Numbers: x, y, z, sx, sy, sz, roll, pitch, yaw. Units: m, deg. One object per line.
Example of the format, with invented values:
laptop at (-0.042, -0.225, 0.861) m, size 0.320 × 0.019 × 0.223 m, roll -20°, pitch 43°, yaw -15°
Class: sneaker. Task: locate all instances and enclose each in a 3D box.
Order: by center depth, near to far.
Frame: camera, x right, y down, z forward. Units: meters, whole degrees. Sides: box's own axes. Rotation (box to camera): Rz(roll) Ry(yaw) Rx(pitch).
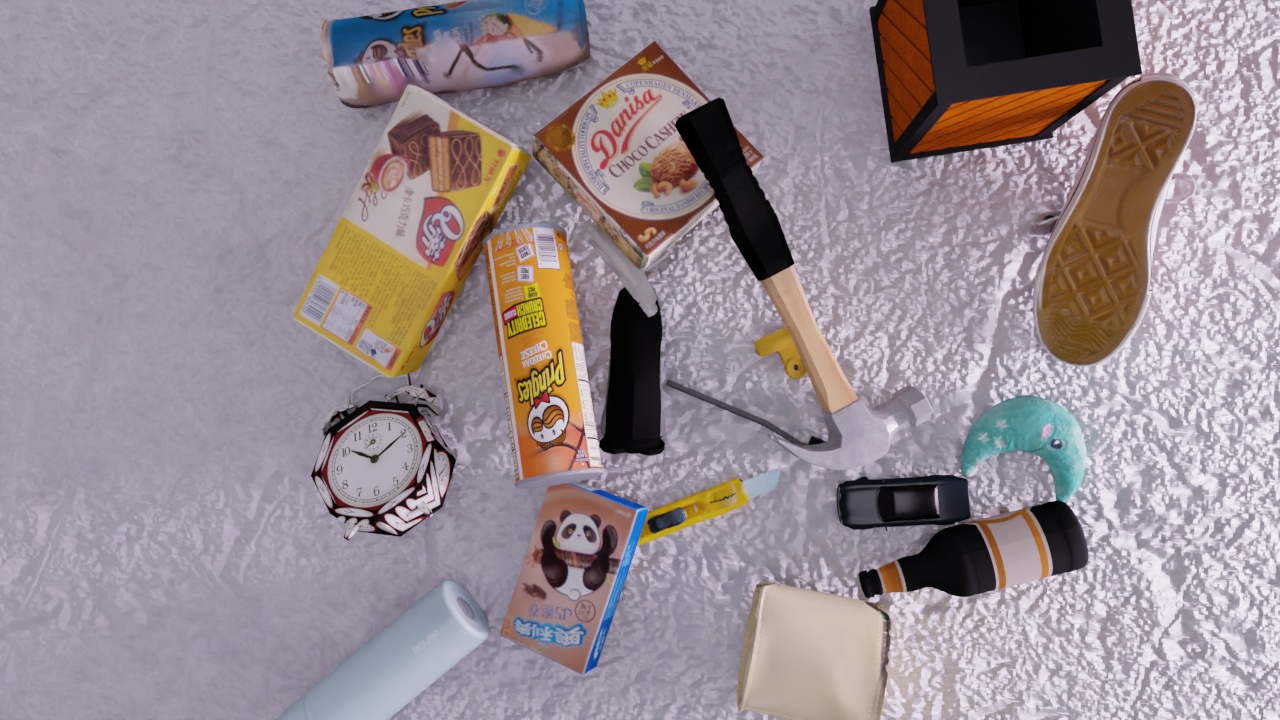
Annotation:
sneaker at (0.389, -0.115, 0.761) m, size 0.118 × 0.087 × 0.241 m, roll 15°, pitch 114°, yaw 16°

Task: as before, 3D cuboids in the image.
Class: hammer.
hammer at (0.120, -0.060, 0.769) m, size 0.131 × 0.039 × 0.328 m, roll -28°, pitch 98°, yaw -5°

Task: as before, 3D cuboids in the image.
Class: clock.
clock at (-0.226, 0.081, 0.821) m, size 0.115 × 0.065 × 0.154 m, roll -16°, pitch 59°, yaw 5°

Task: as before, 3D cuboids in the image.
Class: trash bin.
trash bin at (0.276, -0.257, 0.729) m, size 0.140 × 0.171 × 0.139 m, roll -8°, pitch 88°, yaw 4°

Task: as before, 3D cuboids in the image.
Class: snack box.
snack box at (0.005, -0.178, 0.797) m, size 0.143 × 0.041 × 0.147 m, roll -41°, pitch 85°, yaw -14°
snack box at (-0.199, -0.109, 0.806) m, size 0.110 × 0.061 × 0.230 m, roll 31°, pitch 100°, yaw 5°
snack box at (-0.058, 0.186, 0.809) m, size 0.087 × 0.034 × 0.151 m, roll 19°, pitch 91°, yaw 21°

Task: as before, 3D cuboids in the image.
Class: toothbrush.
toothbrush at (0.100, 0.052, 0.819) m, size 0.167 × 0.013 × 0.013 m, roll 23°, pitch 83°, yaw 5°

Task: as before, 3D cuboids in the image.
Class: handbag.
handbag at (0.148, 0.254, 0.781) m, size 0.119 × 0.081 × 0.111 m, roll 11°, pitch 82°, yaw 6°

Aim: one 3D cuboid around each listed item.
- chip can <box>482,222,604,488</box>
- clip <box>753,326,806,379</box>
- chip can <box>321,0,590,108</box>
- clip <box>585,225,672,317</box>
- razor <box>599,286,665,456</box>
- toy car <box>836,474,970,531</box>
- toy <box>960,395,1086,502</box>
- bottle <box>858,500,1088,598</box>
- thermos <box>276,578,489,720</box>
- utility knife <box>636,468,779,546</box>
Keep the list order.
chip can at (-0.084, -0.003, 0.786) m, size 0.075 × 0.075 × 0.215 m, roll -10°, pitch 78°, yaw 4°
clip at (0.131, -0.009, 0.816) m, size 0.054 × 0.044 × 0.049 m, roll -26°, pitch 130°, yaw 3°
chip can at (-0.162, -0.279, 0.816) m, size 0.229 × 0.080 × 0.080 m, roll -7°, pitch 88°, yaw 5°
clip at (0.001, -0.086, 0.820) m, size 0.058 × 0.050 × 0.102 m, roll -26°, pitch 64°, yaw -23°
razor at (-0.005, 0.005, 0.807) m, size 0.057 × 0.060 × 0.156 m, roll 2°, pitch 86°, yaw 0°
toy car at (0.228, 0.123, 0.796) m, size 0.112 × 0.034 × 0.046 m, roll -4°, pitch 89°, yaw 5°
toy at (0.336, 0.073, 0.790) m, size 0.105 × 0.033 × 0.085 m, roll 17°, pitch 101°, yaw 4°
bottle at (0.277, 0.169, 0.778) m, size 0.182 × 0.059 × 0.059 m, roll -15°, pitch 88°, yaw 4°
thermos at (-0.232, 0.284, 0.813) m, size 0.207 × 0.078 × 0.065 m, roll -39°, pitch 90°, yaw 1°
utility knife at (0.042, 0.134, 0.823) m, size 0.179 × 0.017 × 0.030 m, roll -22°, pitch 95°, yaw 1°
